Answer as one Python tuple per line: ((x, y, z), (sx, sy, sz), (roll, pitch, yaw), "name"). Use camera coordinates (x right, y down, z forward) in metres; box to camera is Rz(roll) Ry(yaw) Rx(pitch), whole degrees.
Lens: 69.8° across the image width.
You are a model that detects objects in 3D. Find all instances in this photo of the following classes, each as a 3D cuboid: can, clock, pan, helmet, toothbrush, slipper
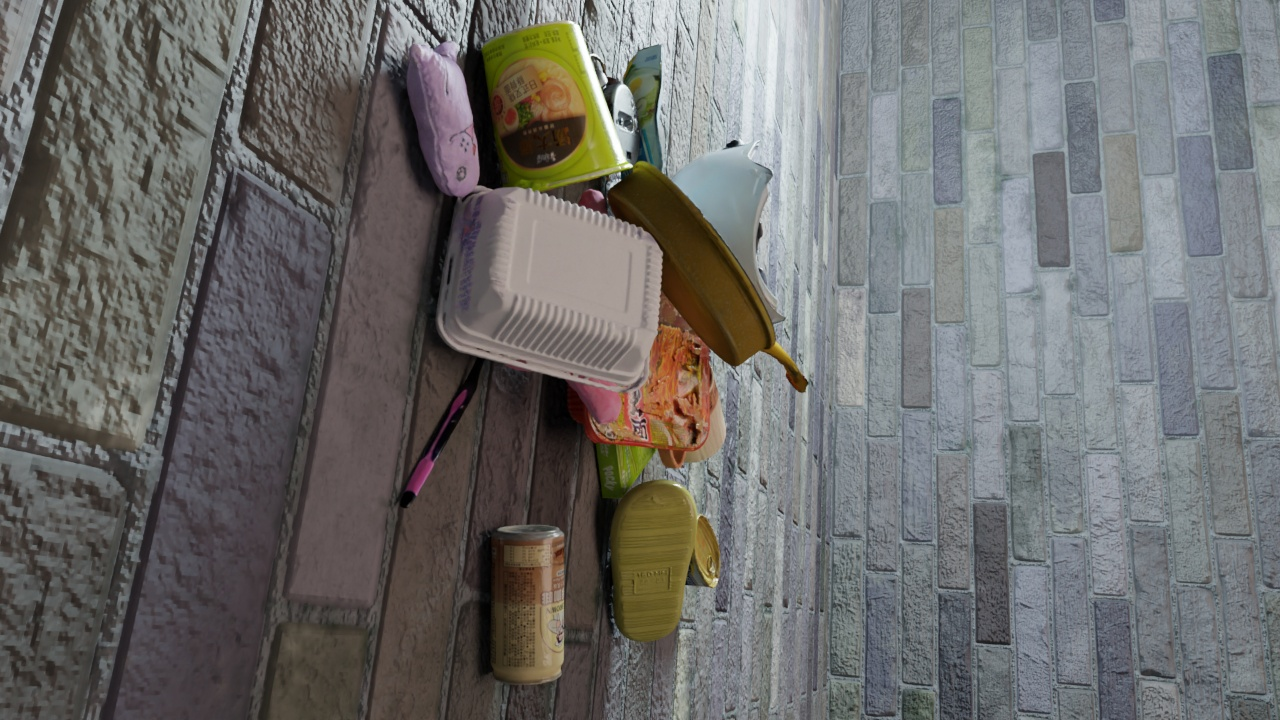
((0.066, 0.250, 1.202), (0.148, 0.049, 0.074), (62, 33, -53), "can")
((-0.038, -0.243, 0.911), (0.082, 0.055, 0.122), (-18, 105, -70), "clock")
((0.085, -0.048, 0.859), (0.197, 0.078, 0.357), (51, -3, 40), "pan")
((0.089, -0.149, 1.139), (0.258, 0.146, 0.229), (-89, 172, -66), "helmet")
((-0.135, 0.038, 0.677), (0.188, 0.014, 0.018), (-70, 162, -45), "toothbrush")
((-0.090, 0.192, 0.730), (0.058, 0.059, 0.116), (9, 81, -71), "can")
((0.005, 0.210, 0.992), (0.081, 0.091, 0.191), (-129, -139, -67), "slipper")

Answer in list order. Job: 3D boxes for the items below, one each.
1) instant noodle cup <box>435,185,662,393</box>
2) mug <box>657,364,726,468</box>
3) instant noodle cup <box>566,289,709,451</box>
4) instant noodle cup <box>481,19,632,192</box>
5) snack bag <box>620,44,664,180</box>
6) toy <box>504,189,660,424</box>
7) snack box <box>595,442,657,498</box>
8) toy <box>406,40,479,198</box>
((-0.056, -0.060, 0.686), (0.173, 0.060, 0.137), (15, 65, -25), "instant noodle cup")
((0.046, 0.066, 1.020), (0.106, 0.082, 0.114), (70, 31, -49), "mug")
((-0.005, 0.005, 0.906), (0.188, 0.079, 0.164), (12, 76, -48), "instant noodle cup")
((-0.075, -0.201, 0.738), (0.111, 0.112, 0.123), (-41, 119, -66), "instant noodle cup")
((0.001, -0.230, 0.981), (0.038, 0.111, 0.190), (9, 73, -27), "snack bag")
((-0.058, -0.061, 0.767), (0.178, 0.075, 0.194), (37, 56, -30), "toy")
((-0.011, 0.082, 1.019), (0.156, 0.026, 0.086), (-48, 134, -64), "snack box")
((-0.136, -0.168, 0.643), (0.083, 0.039, 0.108), (-71, 153, -65), "toy")
